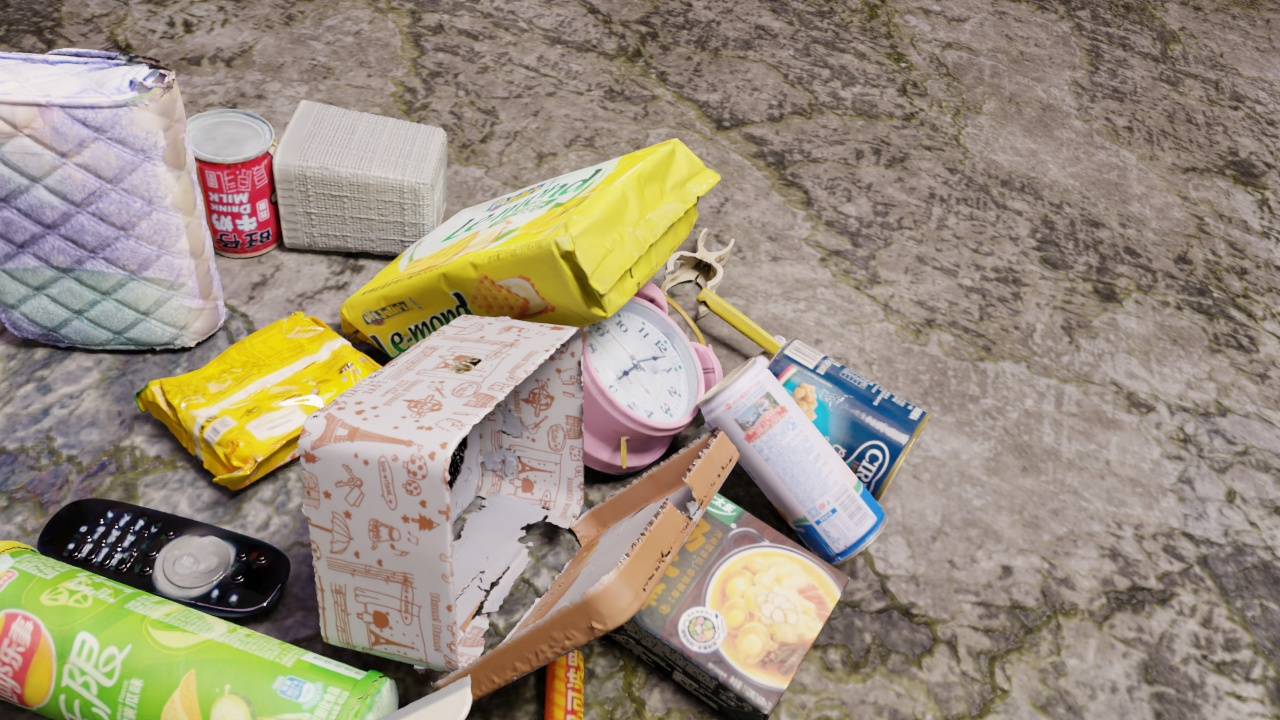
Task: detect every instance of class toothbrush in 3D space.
[{"bbox_3d":[0.064,0.034,0.670,0.029,0.021,0.188,29,46,17],"label":"toothbrush"},{"bbox_3d":[0.118,0.007,0.692,0.190,0.016,0.016,38,53,11],"label":"toothbrush"}]

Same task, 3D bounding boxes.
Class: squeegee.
[{"bbox_3d":[-0.142,0.286,0.340,0.246,0.039,0.246,-25,67,-2],"label":"squeegee"}]

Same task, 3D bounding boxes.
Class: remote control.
[{"bbox_3d":[-0.266,0.113,0.516,0.136,0.024,0.053,16,44,0],"label":"remote control"}]

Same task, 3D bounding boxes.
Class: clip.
[{"bbox_3d":[0.061,-0.070,0.760,0.083,0.035,0.104,33,41,23],"label":"clip"}]

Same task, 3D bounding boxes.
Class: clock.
[{"bbox_3d":[-0.004,0.004,0.628,0.117,0.060,0.158,50,39,-1],"label":"clock"}]

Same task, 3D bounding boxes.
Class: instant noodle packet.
[{"bbox_3d":[-0.239,0.024,0.593,0.111,0.044,0.128,31,44,25],"label":"instant noodle packet"}]

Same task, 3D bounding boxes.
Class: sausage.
[{"bbox_3d":[-0.041,0.198,0.489,0.021,0.021,0.164,5,47,-8],"label":"sausage"}]

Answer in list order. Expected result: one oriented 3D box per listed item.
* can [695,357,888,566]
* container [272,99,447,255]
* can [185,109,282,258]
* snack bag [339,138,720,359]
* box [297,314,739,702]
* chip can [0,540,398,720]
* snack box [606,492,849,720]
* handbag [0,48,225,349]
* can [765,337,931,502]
[{"bbox_3d":[0.096,0.064,0.590,0.134,0.053,0.053,51,52,1],"label":"can"},{"bbox_3d":[-0.214,-0.139,0.719,0.114,0.090,0.090,7,47,-6],"label":"container"},{"bbox_3d":[-0.304,-0.131,0.690,0.066,0.094,0.066,7,46,-7],"label":"can"},{"bbox_3d":[-0.081,-0.067,0.622,0.247,0.068,0.157,-9,27,36],"label":"snack bag"},{"bbox_3d":[-0.047,0.078,0.479,0.178,0.153,0.182,6,23,16],"label":"box"},{"bbox_3d":[-0.230,0.157,0.450,0.221,0.073,0.072,18,46,5],"label":"chip can"},{"bbox_3d":[0.054,0.139,0.552,0.113,0.053,0.125,31,54,16],"label":"snack box"},{"bbox_3d":[-0.347,-0.098,0.578,0.134,0.194,0.075,2,44,-11],"label":"handbag"},{"bbox_3d":[0.133,0.042,0.639,0.111,0.075,0.075,32,48,17],"label":"can"}]
